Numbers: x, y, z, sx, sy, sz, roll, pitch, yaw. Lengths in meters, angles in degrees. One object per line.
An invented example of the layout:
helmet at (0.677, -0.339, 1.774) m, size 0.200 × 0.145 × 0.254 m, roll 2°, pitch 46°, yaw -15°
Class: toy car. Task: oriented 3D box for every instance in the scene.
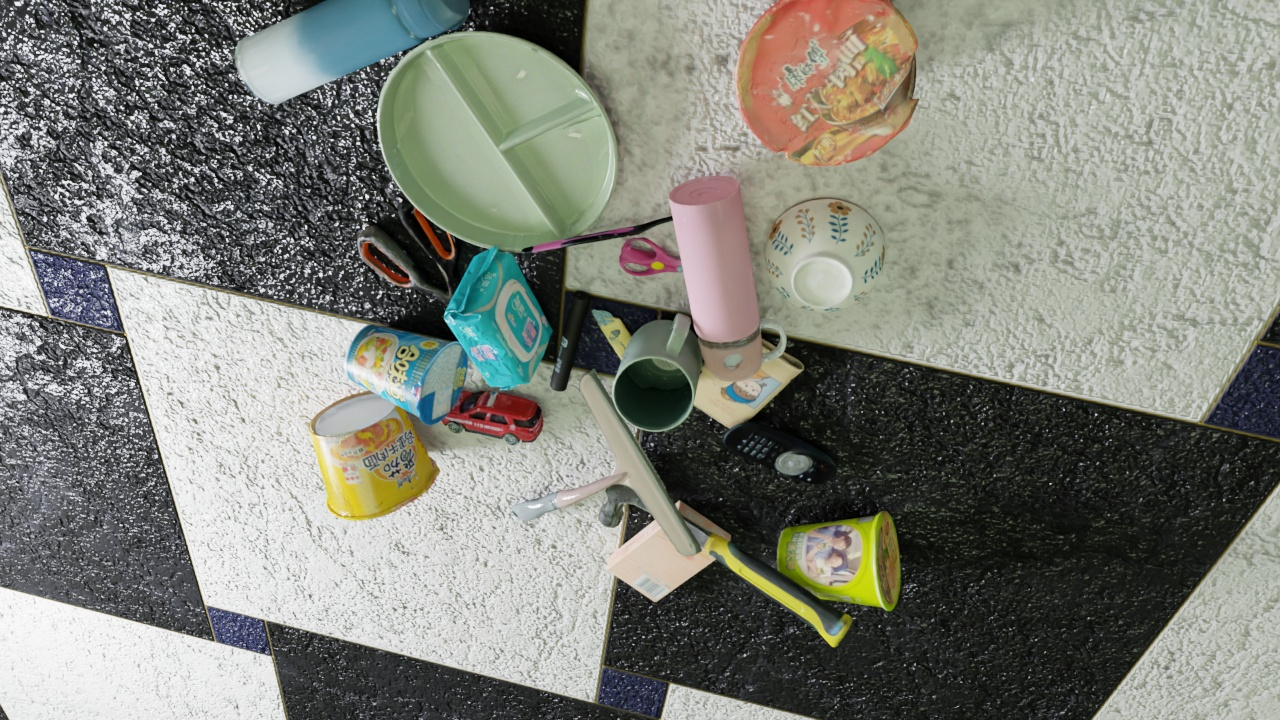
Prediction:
toy car at (-0.173, 0.061, 1.071) m, size 0.120 × 0.052 × 0.045 m, roll 8°, pitch 127°, yaw 5°

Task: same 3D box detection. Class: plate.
plate at (-0.132, -0.201, 0.862) m, size 0.230 × 0.027 × 0.231 m, roll 6°, pitch 133°, yaw 7°

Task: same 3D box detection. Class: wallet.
wallet at (0.106, 0.021, 0.987) m, size 0.087 × 0.024 × 0.115 m, roll 30°, pitch 129°, yaw -15°

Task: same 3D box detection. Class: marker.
marker at (-0.077, -0.019, 1.005) m, size 0.022 × 0.020 × 0.132 m, roll 0°, pitch 132°, yaw -23°

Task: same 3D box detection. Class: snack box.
snack box at (0.034, 0.246, 1.173) m, size 0.084 × 0.026 × 0.158 m, roll 36°, pitch 126°, yaw -13°

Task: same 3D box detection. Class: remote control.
remote control at (0.157, 0.101, 1.029) m, size 0.136 × 0.024 × 0.053 m, roll 24°, pitch 130°, yaw -13°

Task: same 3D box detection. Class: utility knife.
utility knife at (-0.006, 0.006, 1.012) m, size 0.031 × 0.018 × 0.166 m, roll -22°, pitch 114°, yaw 17°

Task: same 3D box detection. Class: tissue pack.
tissue pack at (-0.144, -0.042, 0.942) m, size 0.050 × 0.093 × 0.133 m, roll 0°, pitch 140°, yaw 24°

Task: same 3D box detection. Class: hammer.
hammer at (0.097, 0.221, 1.068) m, size 0.323 × 0.031 × 0.126 m, roll 31°, pitch 126°, yaw 18°

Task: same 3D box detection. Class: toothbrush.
toothbrush at (-0.024, -0.122, 0.896) m, size 0.189 × 0.014 × 0.018 m, roll -10°, pitch 133°, yaw 7°

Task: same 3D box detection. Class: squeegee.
squeegee at (-0.085, 0.163, 1.111) m, size 0.250 × 0.040 × 0.247 m, roll -25°, pitch 99°, yaw 40°

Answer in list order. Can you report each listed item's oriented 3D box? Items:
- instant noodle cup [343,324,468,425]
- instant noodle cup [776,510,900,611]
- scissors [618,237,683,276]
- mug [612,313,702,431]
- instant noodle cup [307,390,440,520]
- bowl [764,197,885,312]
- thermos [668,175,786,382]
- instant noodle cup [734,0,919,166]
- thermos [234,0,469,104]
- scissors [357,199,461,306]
instant noodle cup at (-0.266, 0.008, 1.027) m, size 0.110 × 0.099 × 0.099 m, roll 20°, pitch 130°, yaw 15°
instant noodle cup at (0.228, 0.232, 1.070) m, size 0.124 × 0.111 × 0.112 m, roll -6°, pitch 125°, yaw 29°
scissors at (0.044, -0.093, 0.919) m, size 0.133 × 0.017 × 0.056 m, roll 13°, pitch 143°, yaw 0°
mug at (0.025, 0.000, 0.934) m, size 0.082 × 0.106 × 0.112 m, roll 22°, pitch 118°, yaw -1°
instant noodle cup at (-0.325, 0.107, 1.098) m, size 0.138 × 0.137 × 0.110 m, roll -4°, pitch 117°, yaw 17°
bowl at (0.172, -0.088, 0.862) m, size 0.113 × 0.062 × 0.114 m, roll 7°, pitch 129°, yaw 8°
thermos at (0.086, -0.075, 0.877) m, size 0.087 × 0.067 × 0.199 m, roll -11°, pitch 121°, yaw 7°
instant noodle cup at (0.147, -0.238, 0.723) m, size 0.138 × 0.108 × 0.138 m, roll 7°, pitch 128°, yaw 9°
thermos at (-0.255, -0.291, 0.815) m, size 0.221 × 0.070 × 0.070 m, roll -12°, pitch 122°, yaw 22°
scissors at (-0.199, -0.079, 0.988) m, size 0.229 × 0.021 × 0.190 m, roll 26°, pitch 128°, yaw -6°
